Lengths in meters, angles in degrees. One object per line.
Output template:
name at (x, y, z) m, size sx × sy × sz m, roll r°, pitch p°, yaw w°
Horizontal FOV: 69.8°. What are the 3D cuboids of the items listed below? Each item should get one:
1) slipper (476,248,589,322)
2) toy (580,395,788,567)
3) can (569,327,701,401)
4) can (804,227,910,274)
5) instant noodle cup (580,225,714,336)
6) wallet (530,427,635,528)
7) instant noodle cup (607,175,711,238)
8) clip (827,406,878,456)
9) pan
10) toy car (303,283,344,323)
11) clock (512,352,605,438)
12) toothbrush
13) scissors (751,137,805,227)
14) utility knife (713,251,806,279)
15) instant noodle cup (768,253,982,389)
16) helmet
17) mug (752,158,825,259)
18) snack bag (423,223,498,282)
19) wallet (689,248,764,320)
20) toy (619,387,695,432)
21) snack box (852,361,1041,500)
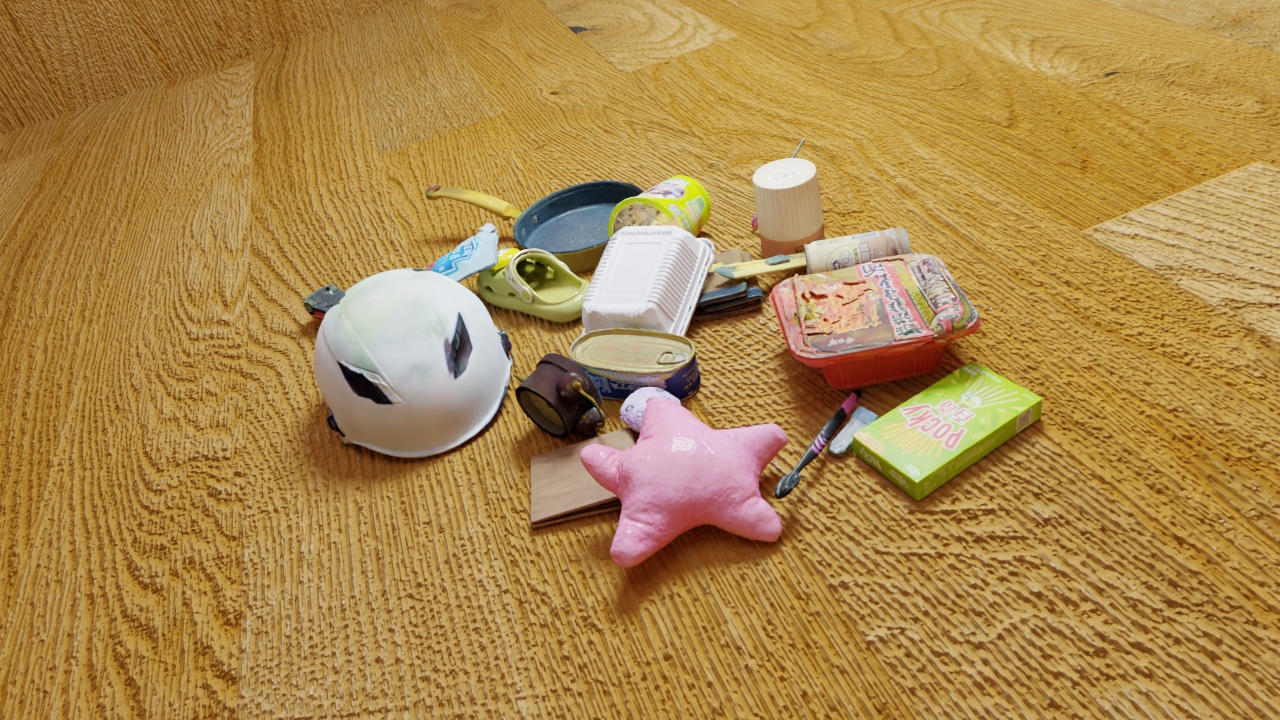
slipper at (-0.138, -0.111, 1.190) m, size 0.191 × 0.082 × 0.091 m, roll 22°, pitch 48°, yaw 36°
toy at (0.046, 0.097, 0.844) m, size 0.194 × 0.075 × 0.178 m, roll -11°, pitch 52°, yaw -9°
can at (-0.006, 0.006, 1.013) m, size 0.148 × 0.049 × 0.074 m, roll 5°, pitch 41°, yaw 25°
can at (0.253, -0.118, 1.074) m, size 0.116 × 0.058 × 0.058 m, roll -9°, pitch 37°, yaw 9°
instant noodle cup at (0.001, -0.092, 1.089) m, size 0.138 × 0.060 × 0.173 m, roll 4°, pitch 59°, yaw 30°
wallet at (-0.056, 0.116, 0.914) m, size 0.115 × 0.020 × 0.101 m, roll -16°, pitch 34°, yaw 3°
instant noodle cup at (0.035, -0.186, 1.210) m, size 0.112 × 0.112 × 0.123 m, roll 8°, pitch 35°, yaw 28°
clip at (0.202, 0.071, 0.878) m, size 0.058 × 0.045 × 0.027 m, roll -38°, pitch 46°, yaw -12°
pan at (-0.157, -0.213, 1.329) m, size 0.358 × 0.078 × 0.197 m, roll 6°, pitch 41°, yaw 26°
toy car at (-0.410, -0.068, 1.259) m, size 0.121 × 0.045 × 0.052 m, roll 20°, pitch 46°, yaw 31°
clock at (-0.079, 0.041, 0.966) m, size 0.122 × 0.082 × 0.055 m, roll 14°, pitch 49°, yaw 43°
toothbrush at (0.174, 0.073, 0.868) m, size 0.014 × 0.018 × 0.188 m, roll 47°, pitch 47°, yaw 3°
scissors at (0.187, -0.237, 1.226) m, size 0.017 × 0.133 × 0.130 m, roll 32°, pitch 18°, yaw 10°
utility knife at (0.175, -0.119, 1.115) m, size 0.187 × 0.020 × 0.031 m, roll -9°, pitch 45°, yaw -26°
instant noodle cup at (0.238, -0.037, 0.953) m, size 0.189 × 0.079 × 0.164 m, roll -10°, pitch 33°, yaw 5°
helmet at (-0.272, -0.018, 1.060) m, size 0.229 × 0.146 × 0.258 m, roll -24°, pitch 38°, yaw -11°
mug at (0.195, -0.197, 1.158) m, size 0.082 × 0.106 × 0.114 m, roll 15°, pitch 47°, yaw 34°
snack bag at (-0.265, -0.113, 1.219) m, size 0.191 × 0.039 × 0.110 m, roll -31°, pitch 24°, yaw 16°
wallet at (0.100, -0.095, 1.125) m, size 0.090 × 0.033 × 0.115 m, roll -12°, pitch 33°, yaw 7°
toy at (0.021, 0.065, 0.930) m, size 0.083 × 0.039 × 0.108 m, roll -25°, pitch 45°, yaw -20°
snack box at (0.285, 0.062, 0.855) m, size 0.156 × 0.026 × 0.086 m, roll -29°, pitch 38°, yaw -17°
